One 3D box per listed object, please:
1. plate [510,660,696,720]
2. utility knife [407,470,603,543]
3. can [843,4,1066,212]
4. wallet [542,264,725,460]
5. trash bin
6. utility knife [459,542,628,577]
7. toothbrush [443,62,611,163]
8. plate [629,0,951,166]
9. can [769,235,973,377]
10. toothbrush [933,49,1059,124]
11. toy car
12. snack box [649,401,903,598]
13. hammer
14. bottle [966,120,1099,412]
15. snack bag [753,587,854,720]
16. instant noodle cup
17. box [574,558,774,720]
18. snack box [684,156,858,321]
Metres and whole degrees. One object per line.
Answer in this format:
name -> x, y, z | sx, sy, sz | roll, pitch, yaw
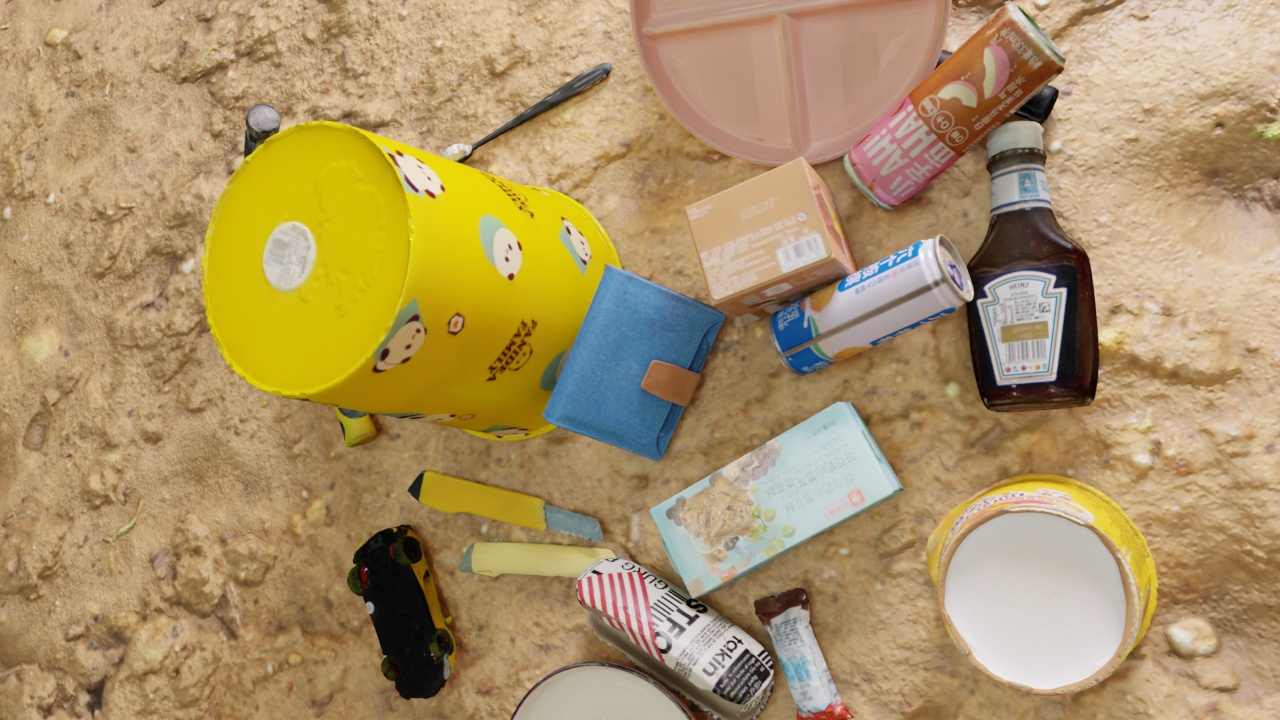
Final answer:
plate -> -0.020, 0.328, 0.713 | 0.193, 0.039, 0.192 | -2, 87, 26
utility knife -> -0.119, 0.128, 0.794 | 0.209, 0.015, 0.033 | 9, 88, 28
can -> 0.212, -0.170, 0.629 | 0.148, 0.057, 0.058 | -42, 69, 33
wallet -> -0.004, 0.004, 0.717 | 0.133, 0.106, 0.040 | -66, 21, 7
trash bin -> -0.167, -0.054, 0.705 | 0.230, 0.255, 0.229 | -2, 84, 25
utility knife -> -0.081, 0.171, 0.773 | 0.168, 0.018, 0.031 | -2, 88, 26
toothbrush -> -0.103, -0.221, 0.825 | 0.181, 0.018, 0.015 | -23, 72, 20
plate -> 0.104, -0.254, 0.663 | 0.230, 0.028, 0.230 | 10, 124, 15
can -> 0.160, -0.037, 0.646 | 0.135, 0.053, 0.053 | -27, 74, 34
toothbrush -> 0.200, -0.223, 0.679 | 0.213, 0.027, 0.026 | 30, 53, 26
toy car -> -0.208, 0.223, 0.813 | 0.071, 0.041, 0.155 | -32, 71, 19
snack box -> 0.098, 0.104, 0.677 | 0.175, 0.051, 0.074 | -33, 71, 19
hammer -> -0.319, -0.071, 0.879 | 0.126, 0.031, 0.323 | -33, 77, 60
bottle -> 0.262, -0.064, 0.623 | 0.080, 0.044, 0.194 | -7, 80, 34
snack bag -> 0.118, 0.221, 0.670 | 0.045, 0.026, 0.105 | -29, 73, 29
instant noodle cup -> 0.247, 0.142, 0.572 | 0.138, 0.109, 0.138 | -2, 84, 26
box -> 0.023, 0.217, 0.699 | 0.163, 0.076, 0.088 | 24, 127, 25
snack box -> 0.098, -0.084, 0.672 | 0.093, 0.094, 0.077 | -20, 76, 22
